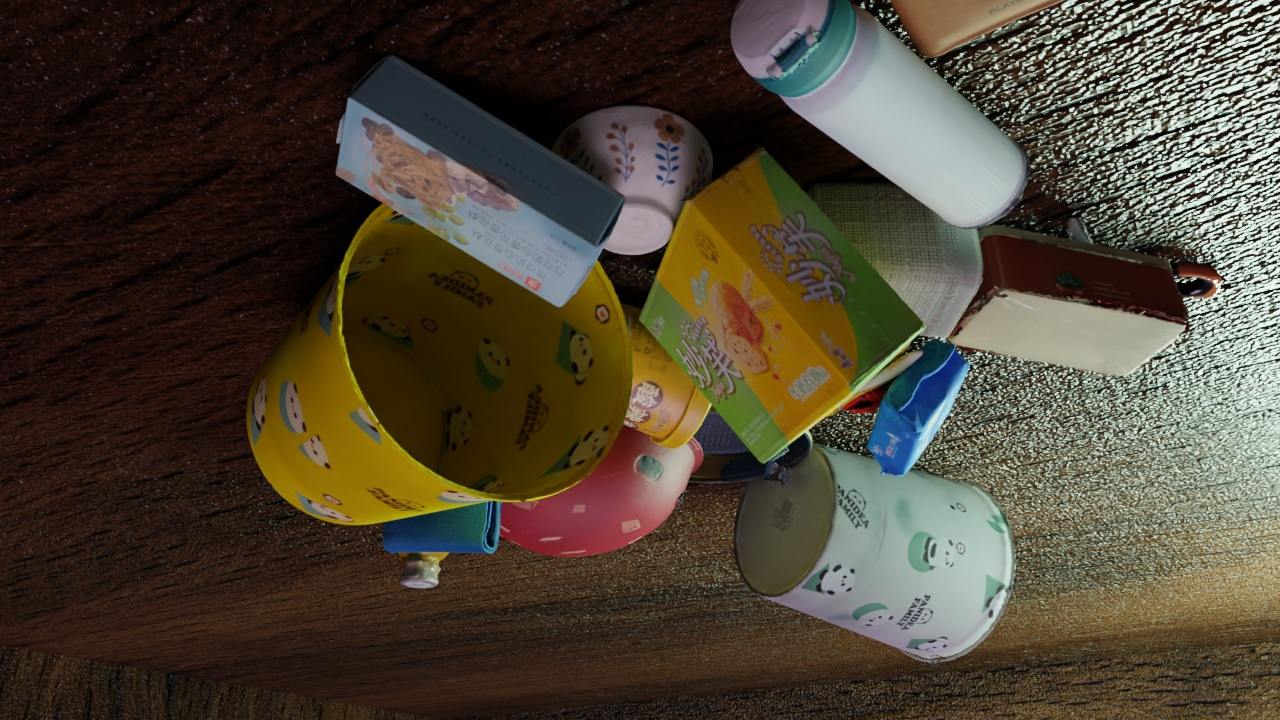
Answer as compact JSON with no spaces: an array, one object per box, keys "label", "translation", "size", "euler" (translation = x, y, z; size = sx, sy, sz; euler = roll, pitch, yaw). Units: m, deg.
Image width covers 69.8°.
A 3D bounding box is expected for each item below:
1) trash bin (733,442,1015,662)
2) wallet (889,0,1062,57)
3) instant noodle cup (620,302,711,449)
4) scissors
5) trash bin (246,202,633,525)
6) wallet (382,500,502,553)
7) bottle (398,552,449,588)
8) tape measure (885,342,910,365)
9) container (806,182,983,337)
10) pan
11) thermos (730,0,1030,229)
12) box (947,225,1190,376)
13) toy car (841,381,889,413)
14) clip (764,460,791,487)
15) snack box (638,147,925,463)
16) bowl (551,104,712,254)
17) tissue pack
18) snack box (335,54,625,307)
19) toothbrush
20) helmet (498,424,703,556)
[{"label":"trash bin","translation":[0.264,0.218,1.086],"size":[0.251,0.229,0.230],"euler":[20,146,-24]},{"label":"wallet","translation":[0.170,-0.220,0.465],"size":[0.108,0.031,0.131],"euler":[-16,149,30]},{"label":"instant noodle cup","translation":[-0.005,0.005,0.794],"size":[0.114,0.118,0.119],"euler":[19,147,-18]},{"label":"scissors","translation":[0.392,-0.062,0.774],"size":[0.226,0.015,0.189],"euler":[1,152,-1]},{"label":"trash bin","translation":[-0.173,0.017,0.713],"size":[0.229,0.229,0.256],"euler":[21,151,-34]},{"label":"wallet","translation":[-0.186,0.128,0.865],"size":[0.133,0.106,0.040],"euler":[-6,162,32]},{"label":"bottle","translation":[-0.218,0.138,0.949],"size":[0.068,0.189,0.068],"euler":[1,153,0]},{"label":"tape measure","translation":[0.214,-0.011,0.849],"size":[0.060,0.028,0.057],"euler":[4,152,-8]},{"label":"container","translation":[0.175,-0.076,0.671],"size":[0.114,0.090,0.090],"euler":[3,151,1]},{"label":"pan","translation":[0.086,0.061,0.928],"size":[0.198,0.078,0.358],"euler":[-1,152,0]},{"label":"thermos","translation":[0.145,-0.153,0.545],"size":[0.224,0.073,0.073],"euler":[22,145,-37]},{"label":"box","translation":[0.330,-0.037,0.723],"size":[0.168,0.080,0.092],"euler":[9,147,-9]},{"label":"toy car","translation":[0.200,0.029,0.923],"size":[0.106,0.031,0.049],"euler":[16,147,-24]},{"label":"clip","translation":[0.154,0.124,1.005],"size":[0.045,0.027,0.058],"euler":[11,177,24]},{"label":"snack box","translation":[0.086,-0.027,0.651],"size":[0.070,0.157,0.210],"euler":[-37,170,-19]},{"label":"bowl","translation":[-0.006,-0.112,0.627],"size":[0.113,0.062,0.114],"euler":[1,152,0]},{"label":"tissue pack","translation":[0.266,0.049,0.897],"size":[0.052,0.094,0.157],"euler":[34,160,22]},{"label":"snack box","translation":[-0.102,-0.110,0.578],"size":[0.175,0.051,0.074],"euler":[31,144,-6]},{"label":"toothbrush","translation":[0.190,0.046,0.877],"size":[0.192,0.018,0.016],"euler":[-37,158,27]},{"label":"helmet","translation":[-0.068,0.126,0.927],"size":[0.240,0.143,0.207],"euler":[6,153,27]}]
